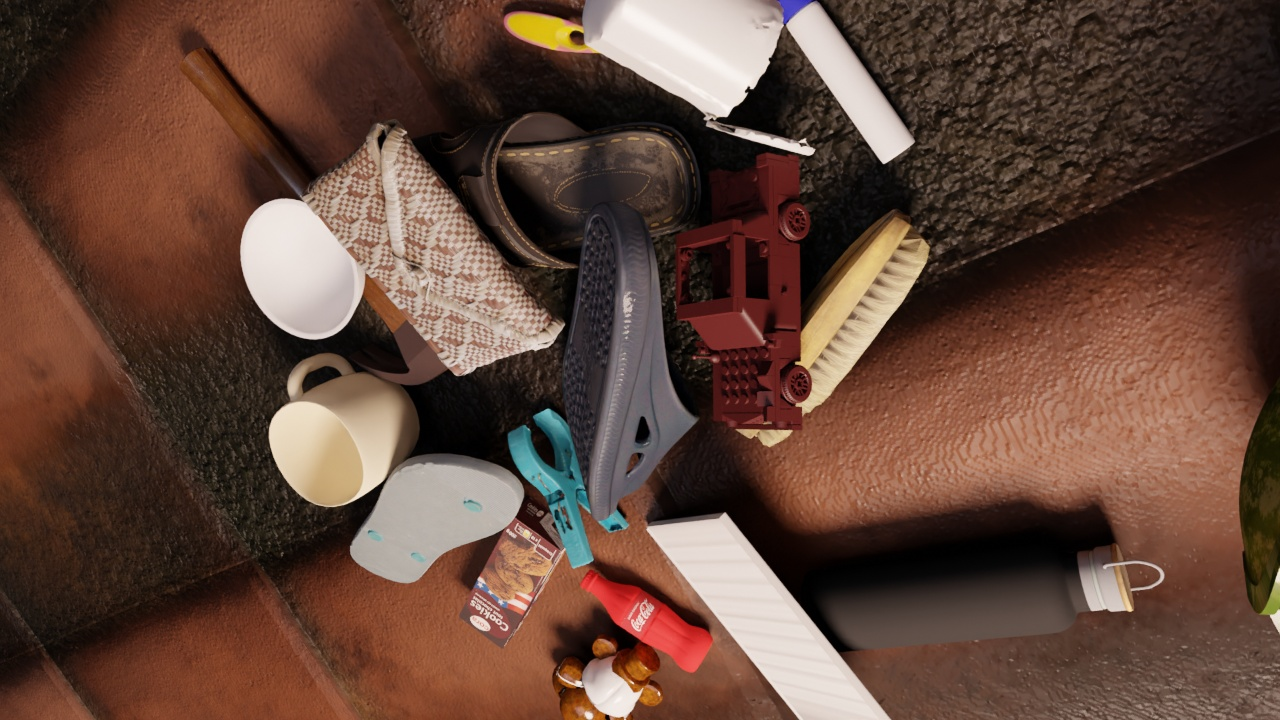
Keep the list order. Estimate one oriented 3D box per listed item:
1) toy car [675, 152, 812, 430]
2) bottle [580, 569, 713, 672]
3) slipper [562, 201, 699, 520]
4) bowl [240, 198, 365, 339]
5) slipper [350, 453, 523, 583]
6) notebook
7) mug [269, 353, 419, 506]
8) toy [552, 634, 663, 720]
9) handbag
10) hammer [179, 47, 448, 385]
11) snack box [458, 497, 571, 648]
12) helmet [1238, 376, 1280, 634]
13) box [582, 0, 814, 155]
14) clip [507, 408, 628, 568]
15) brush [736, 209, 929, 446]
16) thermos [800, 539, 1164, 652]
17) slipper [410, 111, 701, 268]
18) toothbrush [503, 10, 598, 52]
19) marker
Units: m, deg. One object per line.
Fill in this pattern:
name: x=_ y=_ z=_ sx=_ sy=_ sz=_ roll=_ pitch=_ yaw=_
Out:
toy car: x=0.064 y=-0.041 z=0.574 sx=0.070 sy=0.061 sz=0.169 roll=-5 pitch=85 yaw=55
bottle: x=0.003 y=0.215 z=0.772 sx=0.119 sy=0.036 sz=0.036 roll=31 pitch=121 yaw=9
slipper: x=-0.004 y=0.004 z=0.647 sx=0.083 sy=0.110 sz=0.269 roll=-7 pitch=137 yaw=-16
bowl: x=-0.256 y=-0.076 z=0.722 sx=0.110 sy=0.040 sz=0.110 roll=8 pitch=112 yaw=20
slipper: x=-0.186 y=0.126 z=0.801 sx=0.098 sy=0.054 sz=0.270 roll=33 pitch=138 yaw=-19
notebook: x=0.096 y=0.202 z=0.695 sx=0.210 sy=0.009 sz=0.143 roll=51 pitch=156 yaw=-4
mug: x=-0.246 y=0.049 z=0.775 sx=0.096 sy=0.099 sz=0.120 roll=-18 pitch=101 yaw=28
toy: x=-0.028 y=0.285 z=0.806 sx=0.087 sy=0.067 sz=0.113 roll=45 pitch=113 yaw=0
handbag: x=-0.150 y=-0.069 z=0.647 sx=0.124 sy=0.046 sz=0.186 roll=-14 pitch=121 yaw=48
hammer: x=-0.261 y=-0.117 z=0.750 sx=0.116 sy=0.033 sz=0.323 roll=-37 pitch=93 yaw=30
snack box: x=-0.111 y=0.191 z=0.815 sx=0.051 sy=0.031 sz=0.141 roll=34 pitch=122 yaw=7
helmet: x=0.398 y=0.065 z=0.410 sx=0.213 sy=0.247 sz=0.243 roll=19 pitch=78 yaw=35
box: x=0.045 y=-0.181 z=0.544 sx=0.166 sy=0.083 sz=0.092 roll=21 pitch=93 yaw=-21
clip: x=-0.068 y=0.104 z=0.724 sx=0.028 sy=0.113 sz=0.127 roll=-26 pitch=87 yaw=35
brush: x=0.121 y=-0.014 z=0.605 sx=0.043 sy=0.059 sz=0.196 roll=31 pitch=123 yaw=-1
thermos: x=0.229 y=0.160 z=0.630 sx=0.232 sy=0.061 sz=0.061 roll=-16 pitch=105 yaw=29
slipper: x=-0.089 y=-0.115 z=0.645 sx=0.268 sy=0.075 sz=0.113 roll=1 pitch=112 yaw=24
toothbrush: x=-0.034 y=-0.214 z=0.612 sx=0.135 sy=0.016 sz=0.021 roll=18 pitch=122 yaw=16
marker: x=0.120 y=-0.181 z=0.553 sx=0.027 sy=0.023 sz=0.133 roll=-36 pitch=95 yaw=10
